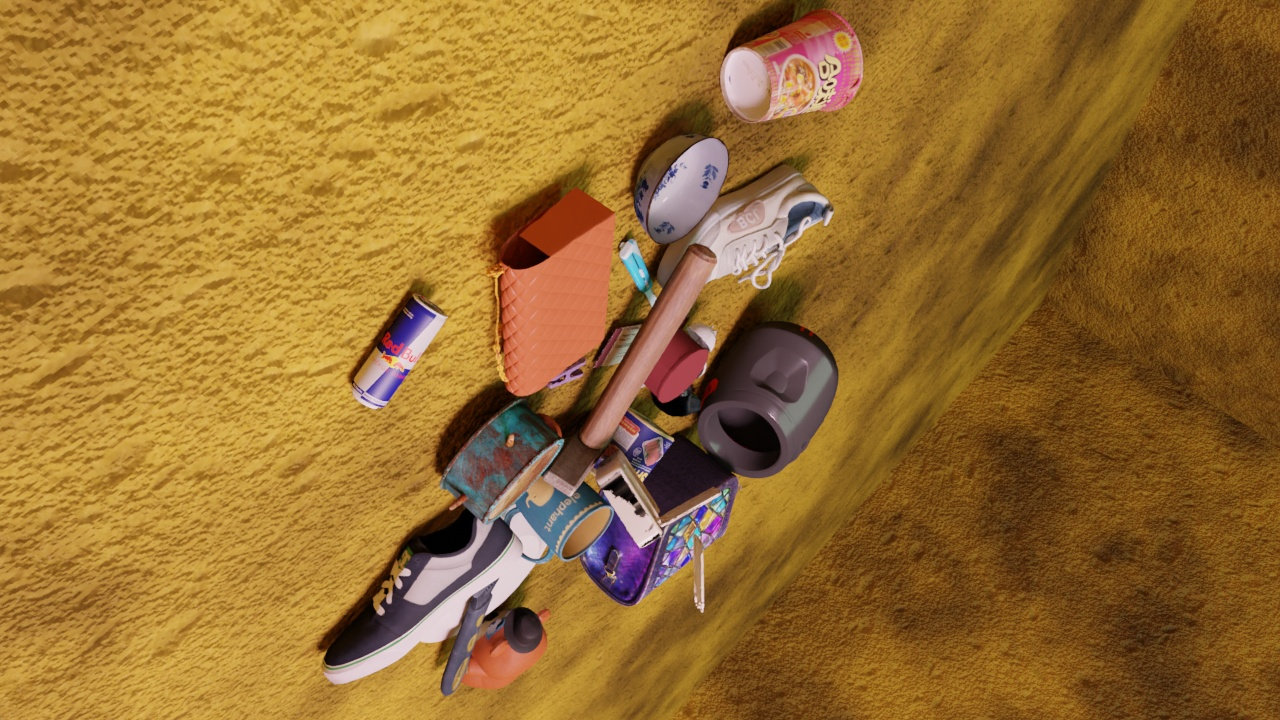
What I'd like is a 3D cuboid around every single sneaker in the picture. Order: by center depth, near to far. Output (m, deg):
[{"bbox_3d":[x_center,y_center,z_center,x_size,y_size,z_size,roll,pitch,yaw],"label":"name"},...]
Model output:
[{"bbox_3d":[-0.239,0.234,0.951,0.235,0.084,0.079,-37,118,-12],"label":"sneaker"},{"bbox_3d":[0.125,-0.137,1.030,0.241,0.091,0.090,-36,153,-29],"label":"sneaker"}]

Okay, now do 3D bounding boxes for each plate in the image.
[{"bbox_3d":[-0.185,0.264,1.131,0.229,0.021,0.230,-39,153,-25],"label":"plate"}]

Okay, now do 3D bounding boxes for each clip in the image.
[{"bbox_3d":[-0.080,0.014,0.980,0.051,0.013,0.035,-30,147,-35],"label":"clip"}]

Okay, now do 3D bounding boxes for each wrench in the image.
[{"bbox_3d":[-0.204,0.317,1.116,0.073,0.022,0.274,-29,148,-53],"label":"wrench"}]

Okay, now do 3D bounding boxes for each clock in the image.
[{"bbox_3d":[-0.136,0.096,0.925,0.121,0.073,0.157,-49,172,8],"label":"clock"},{"bbox_3d":[0.046,0.001,1.108,0.124,0.044,0.087,-33,155,-32],"label":"clock"}]

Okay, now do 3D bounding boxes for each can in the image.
[{"bbox_3d":[-0.192,-0.007,0.728,0.095,0.032,0.032,-54,156,5],"label":"can"},{"bbox_3d":[-0.014,0.117,1.182,0.092,0.056,0.116,-53,156,0],"label":"can"}]

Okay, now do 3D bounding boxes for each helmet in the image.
[{"bbox_3d":[0.187,0.040,1.294,0.169,0.164,0.265,-54,170,-32],"label":"helmet"}]

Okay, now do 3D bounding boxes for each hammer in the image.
[{"bbox_3d":[-0.006,0.006,0.982,0.301,0.037,0.157,-59,177,22],"label":"hammer"}]

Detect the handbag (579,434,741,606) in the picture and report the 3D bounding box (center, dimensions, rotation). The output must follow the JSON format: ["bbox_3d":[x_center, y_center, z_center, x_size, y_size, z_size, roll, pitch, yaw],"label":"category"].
[{"bbox_3d":[0.028,0.242,1.345,0.204,0.125,0.223,-28,144,-42],"label":"handbag"}]

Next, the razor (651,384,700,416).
[{"bbox_3d":[0.056,0.044,1.220,0.067,0.054,0.151,-69,161,-2],"label":"razor"}]

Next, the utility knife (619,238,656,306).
[{"bbox_3d":[0.002,-0.090,0.977,0.022,0.015,0.151,-50,158,-6],"label":"utility knife"}]

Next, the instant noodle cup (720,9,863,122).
[{"bbox_3d":[0.138,-0.273,0.871,0.108,0.097,0.098,-25,146,-30],"label":"instant noodle cup"}]

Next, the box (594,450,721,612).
[{"bbox_3d":[0.044,0.174,1.048,0.106,0.193,0.143,-33,-177,1],"label":"box"}]

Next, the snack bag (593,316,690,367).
[{"bbox_3d":[0.003,-0.023,1.069,0.157,0.013,0.057,-13,139,-55],"label":"snack bag"}]

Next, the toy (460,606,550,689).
[{"bbox_3d":[-0.177,0.381,1.221,0.111,0.096,0.177,-26,175,-44],"label":"toy"}]

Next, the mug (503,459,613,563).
[{"bbox_3d":[-0.105,0.174,1.046,0.112,0.104,0.084,-47,156,-4],"label":"mug"}]

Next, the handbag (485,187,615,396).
[{"bbox_3d":[-0.085,-0.056,0.811,0.108,0.060,0.172,-43,158,-31],"label":"handbag"}]

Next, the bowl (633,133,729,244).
[{"bbox_3d":[0.030,-0.170,0.872,0.114,0.045,0.114,-39,153,-25],"label":"bowl"}]
